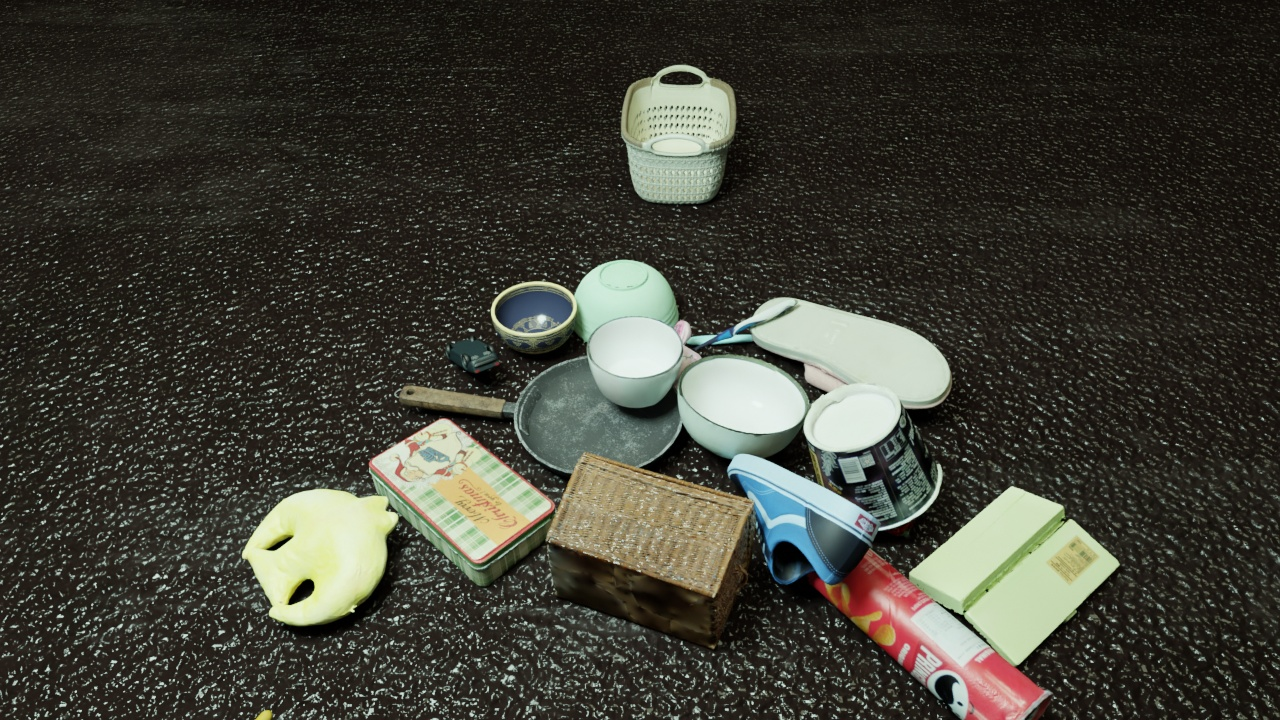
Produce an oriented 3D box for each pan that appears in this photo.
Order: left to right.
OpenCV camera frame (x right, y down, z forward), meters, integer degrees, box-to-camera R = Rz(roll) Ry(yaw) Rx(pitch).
[{"bbox_3d":[-0.126,0.065,1.118,0.357,0.040,0.207,5,43,8],"label":"pan"}]

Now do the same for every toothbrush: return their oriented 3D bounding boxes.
[{"bbox_3d":[0.121,-0.034,1.197,0.189,0.016,0.017,-27,57,2],"label":"toothbrush"},{"bbox_3d":[0.152,-0.028,1.232,0.180,0.017,0.016,-1,44,2],"label":"toothbrush"}]

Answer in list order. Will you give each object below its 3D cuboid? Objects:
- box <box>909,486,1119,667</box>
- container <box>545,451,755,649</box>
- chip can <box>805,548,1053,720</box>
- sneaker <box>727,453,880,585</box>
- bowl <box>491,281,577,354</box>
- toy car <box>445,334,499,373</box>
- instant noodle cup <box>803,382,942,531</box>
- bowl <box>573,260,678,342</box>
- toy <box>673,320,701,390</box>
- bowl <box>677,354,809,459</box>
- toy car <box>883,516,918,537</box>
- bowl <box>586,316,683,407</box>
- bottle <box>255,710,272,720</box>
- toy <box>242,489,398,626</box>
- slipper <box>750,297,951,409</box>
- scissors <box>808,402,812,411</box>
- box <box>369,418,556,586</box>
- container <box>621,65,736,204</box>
[{"bbox_3d":[0.386,0.213,0.945,0.187,0.044,0.141,-28,51,-27],"label":"box"},{"bbox_3d":[0.010,0.190,0.921,0.199,0.114,0.112,13,47,17],"label":"container"},{"bbox_3d":[0.265,0.260,0.869,0.073,0.073,0.233,-29,48,-27],"label":"chip can"},{"bbox_3d":[0.137,0.164,0.932,0.098,0.083,0.241,-57,21,-6],"label":"sneaker"},{"bbox_3d":[-0.139,-0.047,1.223,0.112,0.061,0.112,-1,42,0],"label":"bowl"},{"bbox_3d":[-0.217,-0.005,1.185,0.046,0.034,0.112,-22,21,-24],"label":"toy car"},{"bbox_3d":[0.243,0.097,0.986,0.137,0.112,0.137,-20,34,14],"label":"instant noodle cup"},{"bbox_3d":[-0.023,-0.087,1.255,0.151,0.077,0.150,-1,41,1],"label":"bowl"},{"bbox_3d":[0.044,-0.003,1.169,0.064,0.047,0.110,-26,54,12],"label":"toy"},{"bbox_3d":[0.115,0.064,1.077,0.153,0.073,0.153,6,34,-4],"label":"bowl"},{"bbox_3d":[0.292,0.156,1.013,0.042,0.036,0.091,27,55,27],"label":"toy car"},{"bbox_3d":[-0.007,0.006,1.106,0.116,0.066,0.116,0,42,0],"label":"bowl"},{"bbox_3d":[-0.365,0.363,0.782,0.051,0.051,0.145,16,45,18],"label":"bottle"},{"bbox_3d":[-0.326,0.197,0.957,0.154,0.065,0.170,-29,49,-20],"label":"toy"},{"bbox_3d":[0.262,-0.006,1.165,0.274,0.054,0.114,27,65,33],"label":"slipper"},{"bbox_3d":[0.160,0.047,1.149,0.094,0.014,0.170,-26,45,-27],"label":"scissors"},{"bbox_3d":[-0.198,0.150,1.018,0.117,0.050,0.205,-35,53,-30],"label":"box"},{"bbox_3d":[0.063,-0.367,1.513,0.184,0.143,0.245,3,43,4],"label":"container"}]
